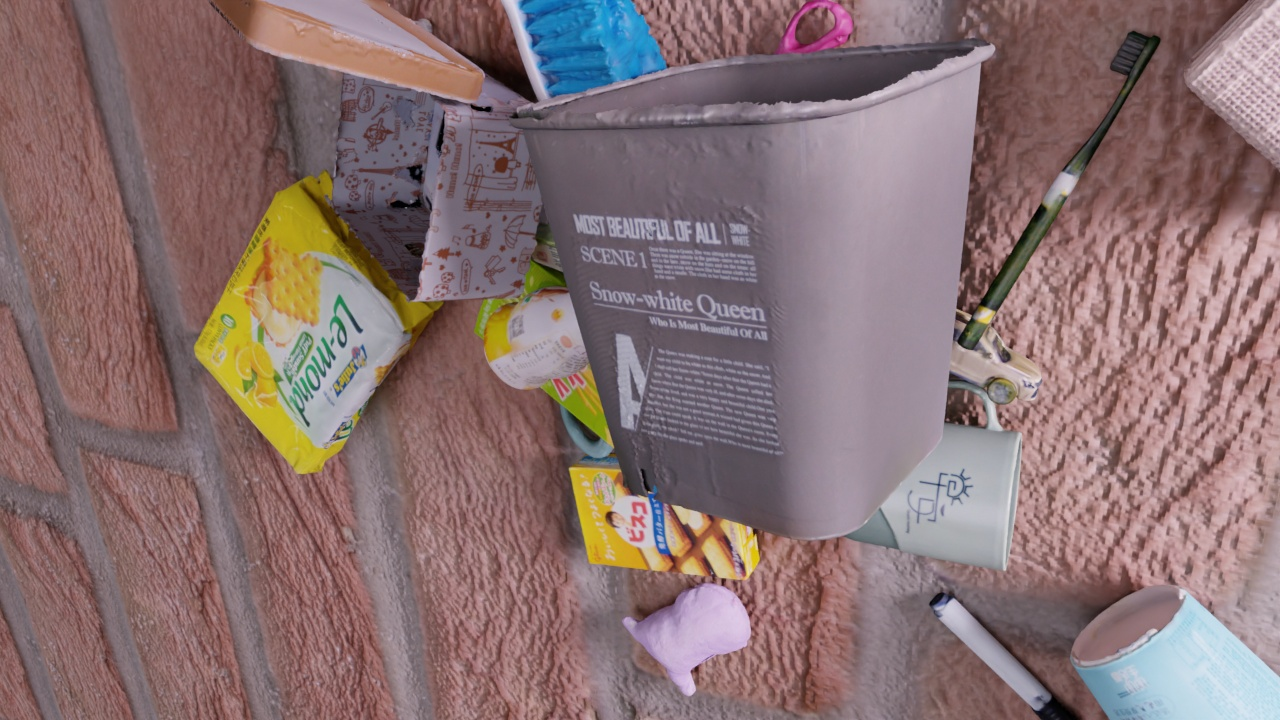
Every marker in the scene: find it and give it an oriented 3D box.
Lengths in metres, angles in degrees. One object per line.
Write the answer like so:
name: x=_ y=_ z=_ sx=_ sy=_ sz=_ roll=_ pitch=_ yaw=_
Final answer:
marker: x=0.250 y=0.211 z=0.630 sx=0.130 sy=0.018 sz=0.023 roll=44 pitch=133 yaw=5

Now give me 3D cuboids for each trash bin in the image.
trash bin: x=0.066 y=-0.044 z=0.491 sx=0.199 sy=0.198 sz=0.220 roll=11 pitch=118 yaw=38

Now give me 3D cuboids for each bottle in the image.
bottle: x=-0.054 y=-0.020 z=0.616 sx=0.109 sy=0.063 sz=0.063 roll=-19 pitch=101 yaw=37

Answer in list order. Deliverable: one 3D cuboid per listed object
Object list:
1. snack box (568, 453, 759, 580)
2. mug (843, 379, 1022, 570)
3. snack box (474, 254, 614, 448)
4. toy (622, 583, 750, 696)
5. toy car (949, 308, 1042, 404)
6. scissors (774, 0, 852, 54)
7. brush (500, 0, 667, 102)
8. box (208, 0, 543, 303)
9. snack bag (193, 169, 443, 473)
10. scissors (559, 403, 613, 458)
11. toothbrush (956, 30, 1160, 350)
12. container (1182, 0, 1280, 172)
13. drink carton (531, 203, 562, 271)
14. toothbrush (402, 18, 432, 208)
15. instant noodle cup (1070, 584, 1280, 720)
snack box: x=0.017 y=0.118 z=0.708 sx=0.141 sy=0.033 sz=0.087 roll=1 pitch=110 yaw=30
mug: x=0.179 y=0.066 z=0.574 sx=0.106 sy=0.082 sz=0.112 roll=7 pitch=92 yaw=26
snack box: x=-0.052 y=-0.016 z=0.674 sx=0.156 sy=0.026 sz=0.086 roll=38 pitch=122 yaw=22
toy: x=0.043 y=0.218 z=0.731 sx=0.084 sy=0.038 sz=0.108 roll=49 pitch=122 yaw=2
toy car: x=0.198 y=-0.005 z=0.552 sx=0.090 sy=0.042 sz=0.035 roll=29 pitch=120 yaw=15
scissors: x=0.070 y=-0.178 z=0.565 sx=0.137 sy=0.017 sz=0.072 roll=-3 pitch=114 yaw=33
brush: x=-0.066 y=-0.221 z=0.548 sx=0.110 sy=0.060 sz=0.315 roll=0 pitch=132 yaw=38
box: x=-0.177 y=-0.137 z=0.578 sx=0.180 sy=0.217 sz=0.158 roll=43 pitch=117 yaw=39
snack bag: x=-0.276 y=-0.026 z=0.783 sx=0.158 sy=0.068 sz=0.247 roll=47 pitch=124 yaw=4
scissors: x=0.001 y=0.001 z=0.674 sx=0.161 sy=0.019 sz=0.179 roll=18 pitch=114 yaw=25
toothbrush: x=0.222 y=-0.088 z=0.500 sx=0.017 sy=0.012 sz=0.186 roll=33 pitch=110 yaw=21
container: x=0.317 y=-0.125 z=0.412 sx=0.111 sy=0.090 sz=0.090 roll=44 pitch=124 yaw=9
drink carton: x=-0.018 y=-0.077 z=0.624 sx=0.122 sy=0.053 sz=0.045 roll=22 pitch=75 yaw=17
toothbrush: x=-0.176 y=-0.167 z=0.700 sx=0.016 sy=0.016 sz=0.180 roll=31 pitch=124 yaw=30
instant noodle cup: x=0.326 y=0.201 z=0.539 sx=0.120 sy=0.111 sz=0.111 roll=52 pitch=125 yaw=9
